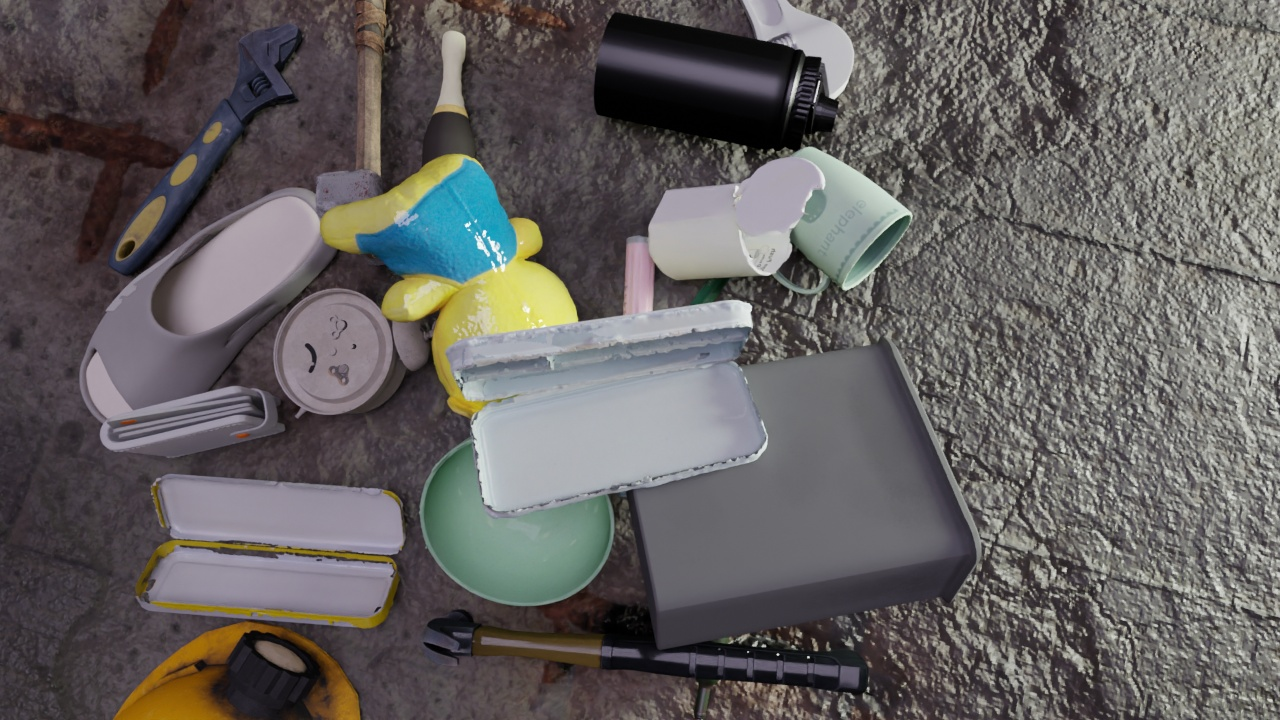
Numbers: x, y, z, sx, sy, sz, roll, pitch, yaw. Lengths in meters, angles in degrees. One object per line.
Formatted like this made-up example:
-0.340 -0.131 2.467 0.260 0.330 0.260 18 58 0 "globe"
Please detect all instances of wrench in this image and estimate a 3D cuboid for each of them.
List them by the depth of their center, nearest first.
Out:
-0.388 -0.192 0.824 0.073 0.022 0.273 33 83 7 "wrench"
0.111 -0.353 0.835 0.086 0.018 0.273 -22 79 -1 "wrench"

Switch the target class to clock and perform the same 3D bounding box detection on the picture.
-0.226 -0.008 0.770 0.157 0.061 0.103 -13 80 8 "clock"

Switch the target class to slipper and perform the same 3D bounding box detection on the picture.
-0.374 -0.051 0.772 0.265 0.081 0.113 -41 85 -5 "slipper"

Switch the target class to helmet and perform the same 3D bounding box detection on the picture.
-0.340 0.331 0.684 0.205 0.131 0.255 31 84 6 "helmet"

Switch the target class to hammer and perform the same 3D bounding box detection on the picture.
-0.001 0.220 0.687 0.333 0.118 0.025 3 83 5 "hammer"
-0.235 -0.238 0.796 0.049 0.121 0.318 -5 72 1 "hammer"

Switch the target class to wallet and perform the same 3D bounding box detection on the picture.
-0.360 0.049 0.736 0.118 0.115 0.037 -14 80 0 "wallet"

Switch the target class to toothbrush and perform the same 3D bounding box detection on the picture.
0.036 -0.027 0.768 0.016 0.017 0.189 39 74 -9 "toothbrush"
-0.005 0.005 0.775 0.026 0.027 0.222 5 81 -14 "toothbrush"

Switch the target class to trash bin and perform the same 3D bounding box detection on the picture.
0.103 0.095 0.680 0.220 0.098 0.191 -9 54 -5 "trash bin"

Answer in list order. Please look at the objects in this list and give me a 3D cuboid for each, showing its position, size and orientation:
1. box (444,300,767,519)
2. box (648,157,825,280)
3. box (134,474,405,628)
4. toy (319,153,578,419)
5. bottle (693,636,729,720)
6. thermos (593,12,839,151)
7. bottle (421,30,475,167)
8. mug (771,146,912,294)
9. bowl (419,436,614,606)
-0.016 0.043 0.627 0.215 0.106 0.127 -9 78 -3 "box"
0.081 -0.105 0.722 0.166 0.092 0.083 3 55 39 "box"
-0.300 0.154 0.751 0.210 0.057 0.117 4 79 4 "box"
-0.124 -0.052 0.706 0.148 0.084 0.214 -38 107 -31 "toy"
0.056 0.237 0.736 0.025 0.025 0.106 11 81 4 "bottle"
0.068 -0.231 0.776 0.199 0.086 0.086 14 81 7 "thermos"
-0.167 -0.201 0.805 0.045 0.045 0.184 0 81 2 "bottle"
0.150 -0.111 0.767 0.104 0.084 0.111 44 113 18 "mug"
-0.092 0.111 0.725 0.151 0.077 0.151 1 111 3 "bowl"
